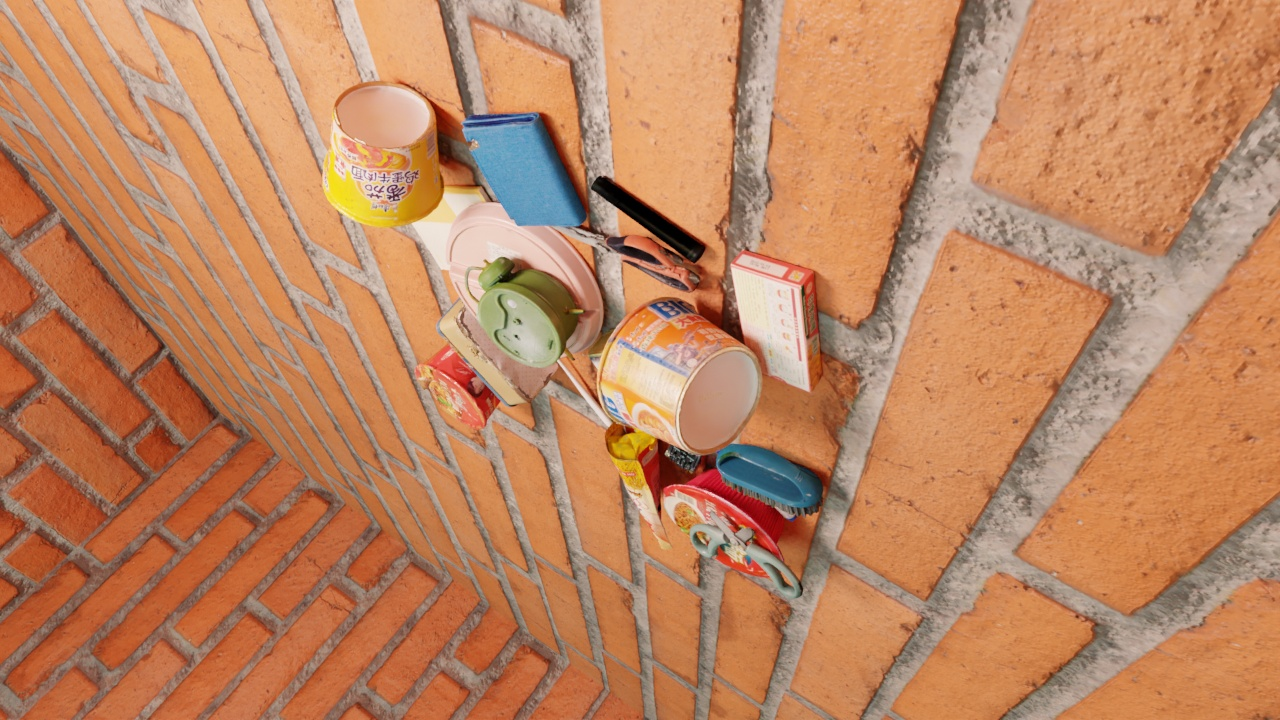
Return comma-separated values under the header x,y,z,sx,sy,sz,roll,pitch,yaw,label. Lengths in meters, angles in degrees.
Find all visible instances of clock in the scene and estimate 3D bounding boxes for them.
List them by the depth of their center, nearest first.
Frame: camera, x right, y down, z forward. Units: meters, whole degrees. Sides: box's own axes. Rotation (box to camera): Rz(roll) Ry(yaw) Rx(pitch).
x,y,z,sx,sy,sz,roll,pitch,yaw,label
-0.145,-0.061,1.096,0.161,0.056,0.116,29,140,10,clock

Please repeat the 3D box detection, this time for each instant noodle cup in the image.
x,y,z,sx,sy,sz,roll,pitch,yaw,label
0.047,0.021,0.953,0.111,0.151,0.151,31,155,44,instant noodle cup
-0.288,-0.236,1.030,0.138,0.137,0.110,35,145,10,instant noodle cup
0.125,0.214,1.263,0.194,0.065,0.194,29,152,17,instant noodle cup
-0.255,0.020,1.397,0.138,0.108,0.138,31,152,18,instant noodle cup

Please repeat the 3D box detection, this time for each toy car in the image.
x,y,z,sx,sy,sz,roll,pitch,yaw,label
0.064,0.116,1.226,0.049,0.031,0.106,33,154,11,toy car

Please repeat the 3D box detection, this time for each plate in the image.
x,y,z,sx,sy,sz,roll,pitch,yaw,label
-0.151,-0.091,1.139,0.230,0.028,0.230,22,139,20,plate

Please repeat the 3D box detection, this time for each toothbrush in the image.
x,y,z,sx,sy,sz,roll,pitch,yaw,label
-0.085,0.035,1.312,0.016,0.016,0.180,10,143,48,toothbrush

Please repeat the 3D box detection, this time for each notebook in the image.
x,y,z,sx,sy,sz,roll,pitch,yaw,label
-0.234,-0.167,1.192,0.207,0.010,0.146,12,142,42,notebook

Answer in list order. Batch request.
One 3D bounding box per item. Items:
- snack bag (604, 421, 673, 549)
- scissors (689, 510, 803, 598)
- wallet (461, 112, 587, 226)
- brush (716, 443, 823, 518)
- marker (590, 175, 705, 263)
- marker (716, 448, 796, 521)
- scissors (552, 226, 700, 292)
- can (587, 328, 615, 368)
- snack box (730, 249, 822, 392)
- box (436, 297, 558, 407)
x,y,z,sx,sy,sz,roll,pitch,yaw,label
0.004,0.175,1.337,0.208,0.073,0.128,76,172,-45,snack bag
0.138,0.264,1.231,0.170,0.019,0.175,43,152,-3,scissors
-0.123,-0.201,0.972,0.106,0.040,0.133,7,140,33,wallet
0.155,0.137,1.117,0.144,0.055,0.073,20,148,34,brush
0.007,-0.141,0.916,0.132,0.022,0.020,36,111,7,marker
0.150,0.158,1.198,0.146,0.016,0.017,44,153,-8,marker
-0.034,-0.128,0.977,0.209,0.015,0.182,33,170,-2,scissors
-0.007,0.007,1.122,0.102,0.057,0.083,-4,128,53,can
0.136,-0.036,0.907,0.077,0.027,0.156,23,149,30,snack box
-0.195,-0.015,1.290,0.064,0.089,0.184,-8,126,48,box
